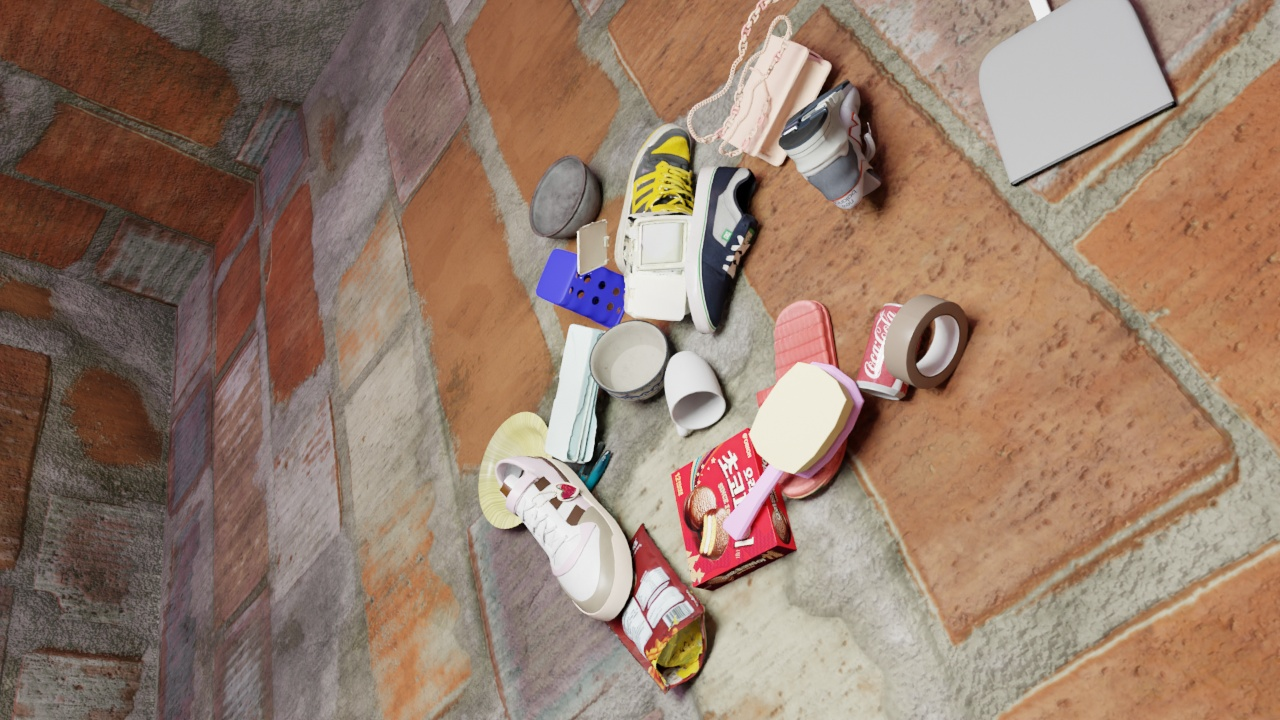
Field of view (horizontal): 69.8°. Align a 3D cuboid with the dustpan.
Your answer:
[{"bbox_3d":[0.438,-0.330,0.971,0.164,0.033,0.257,-27,64,39],"label":"dustpan"}]

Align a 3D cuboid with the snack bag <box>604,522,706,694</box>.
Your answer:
[{"bbox_3d":[0.006,0.307,1.154,0.208,0.066,0.139,34,101,56],"label":"snack bag"}]

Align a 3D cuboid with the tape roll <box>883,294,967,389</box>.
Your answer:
[{"bbox_3d":[0.294,-0.019,0.943,0.030,0.093,0.094,29,96,50],"label":"tape roll"}]

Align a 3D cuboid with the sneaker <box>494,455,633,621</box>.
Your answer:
[{"bbox_3d":[-0.115,0.222,1.231,0.112,0.116,0.293,-54,43,16],"label":"sneaker"}]

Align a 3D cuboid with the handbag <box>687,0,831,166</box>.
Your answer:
[{"bbox_3d":[0.138,-0.373,1.200,0.116,0.187,0.199,47,116,48],"label":"handbag"}]

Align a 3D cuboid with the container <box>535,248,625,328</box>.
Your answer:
[{"bbox_3d":[-0.085,-0.110,1.399,0.085,0.113,0.084,24,92,51],"label":"container"}]

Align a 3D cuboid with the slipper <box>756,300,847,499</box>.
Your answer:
[{"bbox_3d":[0.183,0.036,1.074,0.104,0.059,0.248,-20,58,43],"label":"slipper"}]

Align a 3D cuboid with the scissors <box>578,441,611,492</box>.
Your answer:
[{"bbox_3d":[-0.082,0.187,1.339,0.135,0.019,0.130,-22,58,44],"label":"scissors"}]

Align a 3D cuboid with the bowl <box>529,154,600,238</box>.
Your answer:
[{"bbox_3d":[-0.116,-0.264,1.539,0.145,0.067,0.144,-23,57,41],"label":"bowl"}]

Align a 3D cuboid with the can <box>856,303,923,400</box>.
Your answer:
[{"bbox_3d":[0.272,-0.009,0.995,0.054,0.054,0.096,12,83,50],"label":"can"}]

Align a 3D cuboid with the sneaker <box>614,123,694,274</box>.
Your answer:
[{"bbox_3d":[0.043,-0.233,1.327,0.122,0.086,0.238,13,88,56],"label":"sneaker"}]

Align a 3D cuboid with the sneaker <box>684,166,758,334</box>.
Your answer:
[{"bbox_3d":[0.114,-0.151,1.226,0.079,0.084,0.235,1,77,24],"label":"sneaker"}]

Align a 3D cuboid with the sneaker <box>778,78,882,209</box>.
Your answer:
[{"bbox_3d":[0.238,-0.251,1.109,0.089,0.124,0.239,-28,14,32],"label":"sneaker"}]

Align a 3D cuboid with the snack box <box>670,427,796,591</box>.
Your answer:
[{"bbox_3d":[0.108,0.181,1.111,0.133,0.035,0.151,-36,49,33],"label":"snack box"}]

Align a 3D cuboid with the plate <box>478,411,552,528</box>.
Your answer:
[{"bbox_3d":[-0.186,0.175,1.447,0.185,0.036,0.184,-22,58,41],"label":"plate"}]

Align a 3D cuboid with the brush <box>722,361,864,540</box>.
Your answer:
[{"bbox_3d":[0.154,0.106,1.018,0.089,0.043,0.229,42,108,33],"label":"brush"}]

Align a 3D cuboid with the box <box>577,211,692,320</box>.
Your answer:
[{"bbox_3d":[-0.004,-0.120,1.226,0.081,0.181,0.144,-140,47,-62],"label":"box"}]

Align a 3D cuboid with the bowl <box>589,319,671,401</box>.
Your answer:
[{"bbox_3d":[-0.008,0.008,1.284,0.116,0.059,0.115,-10,58,17],"label":"bowl"}]

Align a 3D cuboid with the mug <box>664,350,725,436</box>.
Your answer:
[{"bbox_3d":[0.062,0.046,1.210,0.089,0.071,0.107,-103,22,-46],"label":"mug"}]

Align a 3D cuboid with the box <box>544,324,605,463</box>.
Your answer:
[{"bbox_3d":[-0.091,0.048,1.337,0.086,0.072,0.199,-146,67,-86],"label":"box"}]
